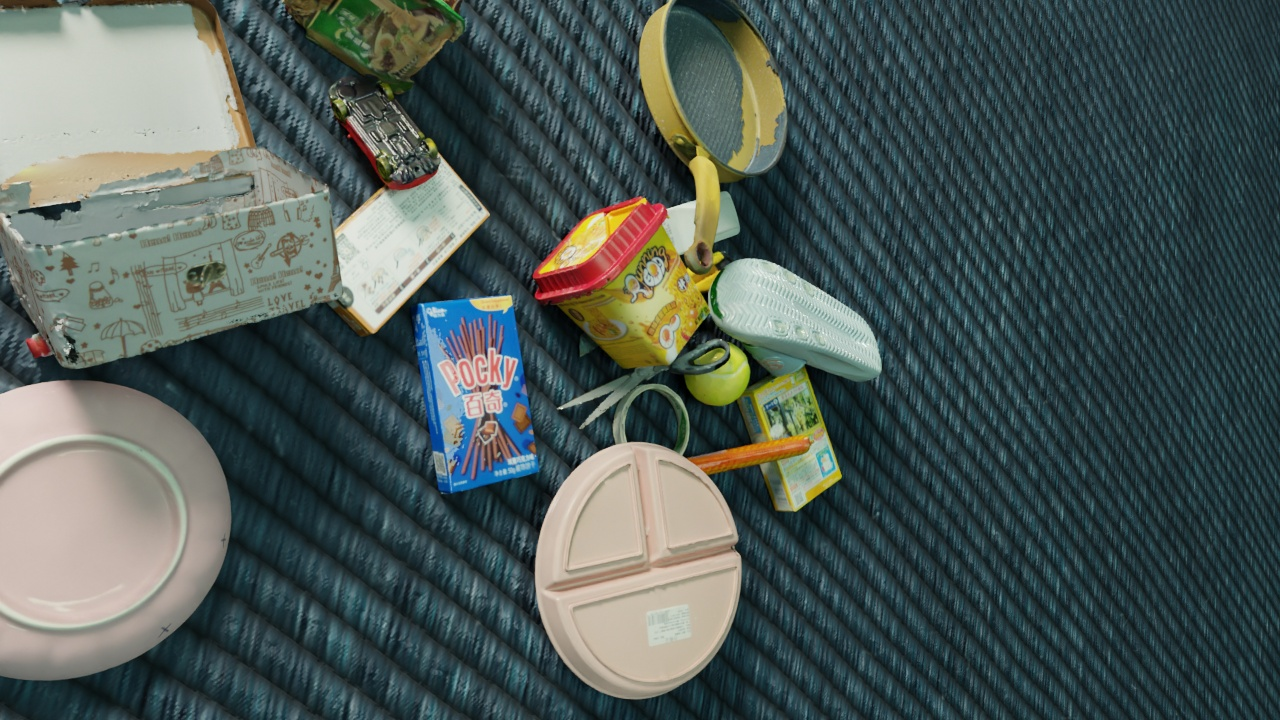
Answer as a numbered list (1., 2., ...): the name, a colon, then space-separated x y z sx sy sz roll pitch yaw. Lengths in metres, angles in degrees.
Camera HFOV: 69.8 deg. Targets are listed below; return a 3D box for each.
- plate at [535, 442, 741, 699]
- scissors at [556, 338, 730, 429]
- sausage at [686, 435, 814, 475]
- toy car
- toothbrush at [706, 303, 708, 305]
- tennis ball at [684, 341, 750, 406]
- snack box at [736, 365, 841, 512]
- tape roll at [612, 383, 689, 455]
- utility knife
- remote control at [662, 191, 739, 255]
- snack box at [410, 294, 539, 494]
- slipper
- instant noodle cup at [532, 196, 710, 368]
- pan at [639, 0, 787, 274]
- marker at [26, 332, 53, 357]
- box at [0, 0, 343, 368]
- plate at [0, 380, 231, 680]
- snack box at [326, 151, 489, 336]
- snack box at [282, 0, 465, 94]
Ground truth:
1. plate: 0.009 0.188 0.831 0.229 0.028 0.229 8 76 -37
2. scissors: 0.008 0.010 0.859 0.163 0.164 0.014 -78 167 -48
3. sausage: 0.106 0.097 0.930 0.165 0.021 0.021 -9 91 -20
4. toy car: -0.204 -0.181 0.726 0.049 0.031 0.106 -33 81 -31
5. toothbrush: 0.113 -0.063 0.983 0.188 0.017 0.014 -11 104 -41
6. tennis ball: 0.076 0.012 0.911 0.065 0.066 0.065 4 83 -37
7. snack box: 0.162 0.083 0.992 0.086 0.034 0.140 -27 104 -36
8. tape roll: 0.011 0.065 0.890 0.085 0.014 0.085 4 84 -37
9. utility knife: 0.021 -0.058 0.907 0.222 0.015 0.033 -32 103 -34
10. remote control: 0.053 -0.137 0.934 0.124 0.024 0.049 -24 100 -36
11. snack box: -0.138 0.026 0.771 0.084 0.026 0.157 -10 92 -37
12. slipper: 0.159 -0.031 0.965 0.245 0.074 0.104 19 50 -35
13. instant noodle cup: -0.012 -0.063 0.820 0.123 0.116 0.116 52 58 -24
14. pan: 0.069 -0.216 0.882 0.197 0.078 0.356 39 54 -32
15. marker: -0.340 -0.037 0.629 0.144 0.017 0.017 -30 104 -35
16. box: -0.327 -0.120 0.601 0.179 0.136 0.269 -20 68 -36
17. plate: -0.359 0.108 0.586 0.192 0.039 0.192 4 83 -37
18. snack box: -0.195 -0.097 0.739 0.075 0.026 0.153 50 59 -22
19. snack box: -0.194 -0.300 0.713 0.117 0.118 0.105 31 58 -31
